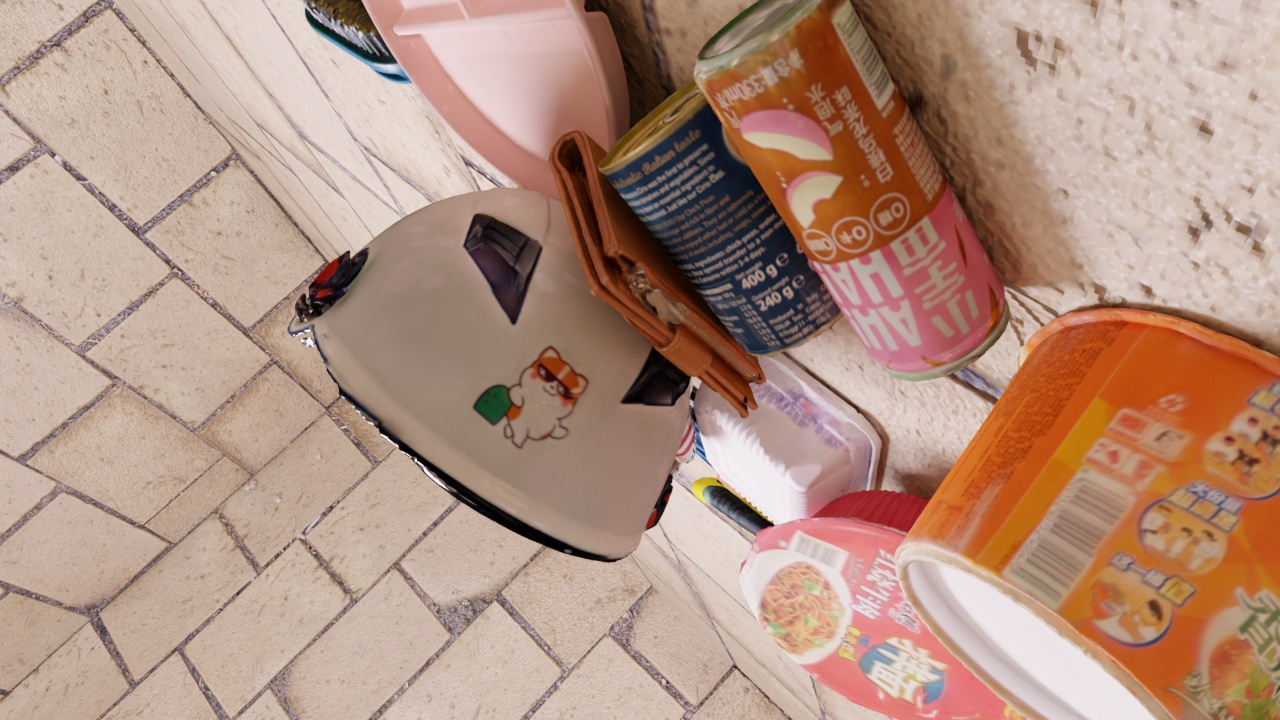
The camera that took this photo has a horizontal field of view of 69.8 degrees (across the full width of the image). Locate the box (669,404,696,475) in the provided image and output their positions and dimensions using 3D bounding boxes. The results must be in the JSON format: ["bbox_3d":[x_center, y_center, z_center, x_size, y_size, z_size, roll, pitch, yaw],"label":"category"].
[{"bbox_3d":[0.000,0.001,0.656,0.088,0.076,0.162,118,142,-54],"label":"box"}]

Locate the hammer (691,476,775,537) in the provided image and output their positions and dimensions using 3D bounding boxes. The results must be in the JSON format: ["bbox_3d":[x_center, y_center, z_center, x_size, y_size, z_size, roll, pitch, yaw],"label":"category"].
[{"bbox_3d":[0.133,0.167,0.835,0.126,0.032,0.323,23,-179,-22],"label":"hammer"}]

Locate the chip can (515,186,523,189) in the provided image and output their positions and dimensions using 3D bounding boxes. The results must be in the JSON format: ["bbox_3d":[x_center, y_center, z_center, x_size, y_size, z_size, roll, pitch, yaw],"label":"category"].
[{"bbox_3d":[-0.076,-0.075,0.737,0.072,0.072,0.214,45,167,3],"label":"chip can"}]

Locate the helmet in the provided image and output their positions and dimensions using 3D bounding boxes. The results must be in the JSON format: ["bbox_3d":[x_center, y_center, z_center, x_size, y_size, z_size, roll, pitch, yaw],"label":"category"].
[{"bbox_3d":[-0.061,-0.012,0.526,0.230,0.157,0.274,35,177,-13],"label":"helmet"}]

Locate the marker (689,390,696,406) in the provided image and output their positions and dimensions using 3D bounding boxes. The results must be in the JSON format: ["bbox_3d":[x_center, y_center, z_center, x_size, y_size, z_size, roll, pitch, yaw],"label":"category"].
[{"bbox_3d":[0.038,0.026,0.815,0.124,0.015,0.018,35,167,27],"label":"marker"}]

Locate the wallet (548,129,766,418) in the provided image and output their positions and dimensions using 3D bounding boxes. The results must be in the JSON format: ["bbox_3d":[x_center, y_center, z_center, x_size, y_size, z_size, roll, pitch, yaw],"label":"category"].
[{"bbox_3d":[0.012,-0.040,0.446,0.131,0.031,0.107,36,-152,-44],"label":"wallet"}]

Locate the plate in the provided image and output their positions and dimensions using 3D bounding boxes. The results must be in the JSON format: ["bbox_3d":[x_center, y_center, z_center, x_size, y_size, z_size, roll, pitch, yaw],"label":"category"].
[{"bbox_3d":[-0.088,-0.186,0.499,0.229,0.028,0.230,40,158,19],"label":"plate"}]

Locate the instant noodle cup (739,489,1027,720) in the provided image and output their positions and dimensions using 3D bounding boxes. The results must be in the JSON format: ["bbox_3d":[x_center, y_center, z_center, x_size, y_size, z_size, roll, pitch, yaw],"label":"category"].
[{"bbox_3d":[0.164,0.150,0.587,0.194,0.065,0.194,21,138,20],"label":"instant noodle cup"}]

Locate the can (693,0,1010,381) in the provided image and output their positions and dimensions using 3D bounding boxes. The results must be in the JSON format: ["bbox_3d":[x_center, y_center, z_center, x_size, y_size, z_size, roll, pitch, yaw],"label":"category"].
[{"bbox_3d":[0.080,-0.063,0.337,0.147,0.057,0.058,52,165,-24],"label":"can"}]

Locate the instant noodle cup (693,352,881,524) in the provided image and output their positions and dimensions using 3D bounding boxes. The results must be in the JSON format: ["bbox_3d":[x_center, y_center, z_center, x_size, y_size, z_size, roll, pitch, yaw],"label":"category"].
[{"bbox_3d":[0.095,0.062,0.652,0.138,0.060,0.174,39,164,26],"label":"instant noodle cup"}]

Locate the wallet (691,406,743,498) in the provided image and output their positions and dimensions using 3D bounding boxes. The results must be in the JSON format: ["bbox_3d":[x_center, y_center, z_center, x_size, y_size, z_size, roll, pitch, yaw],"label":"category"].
[{"bbox_3d":[0.089,0.096,0.787,0.133,0.040,0.106,39,177,12],"label":"wallet"}]

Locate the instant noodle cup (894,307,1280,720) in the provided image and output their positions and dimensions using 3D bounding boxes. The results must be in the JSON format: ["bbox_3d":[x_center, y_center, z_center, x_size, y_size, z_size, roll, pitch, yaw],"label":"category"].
[{"bbox_3d":[0.174,0.072,0.333,0.151,0.111,0.151,43,166,13],"label":"instant noodle cup"}]

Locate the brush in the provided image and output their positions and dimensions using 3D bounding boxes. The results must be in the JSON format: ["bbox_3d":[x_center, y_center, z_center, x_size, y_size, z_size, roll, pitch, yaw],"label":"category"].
[{"bbox_3d":[-0.189,-0.234,0.648,0.144,0.055,0.073,36,162,32],"label":"brush"}]

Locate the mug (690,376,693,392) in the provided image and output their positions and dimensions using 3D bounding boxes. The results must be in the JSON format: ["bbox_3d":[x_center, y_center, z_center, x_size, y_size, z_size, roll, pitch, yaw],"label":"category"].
[{"bbox_3d":[-0.018,0.020,0.778,0.106,0.081,0.115,31,125,54],"label":"mug"}]

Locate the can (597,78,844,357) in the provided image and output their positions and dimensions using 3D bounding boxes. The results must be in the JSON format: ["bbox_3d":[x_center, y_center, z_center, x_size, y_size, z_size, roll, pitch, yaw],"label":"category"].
[{"bbox_3d":[0.045,-0.064,0.401,0.111,0.075,0.075,50,166,-17],"label":"can"}]
